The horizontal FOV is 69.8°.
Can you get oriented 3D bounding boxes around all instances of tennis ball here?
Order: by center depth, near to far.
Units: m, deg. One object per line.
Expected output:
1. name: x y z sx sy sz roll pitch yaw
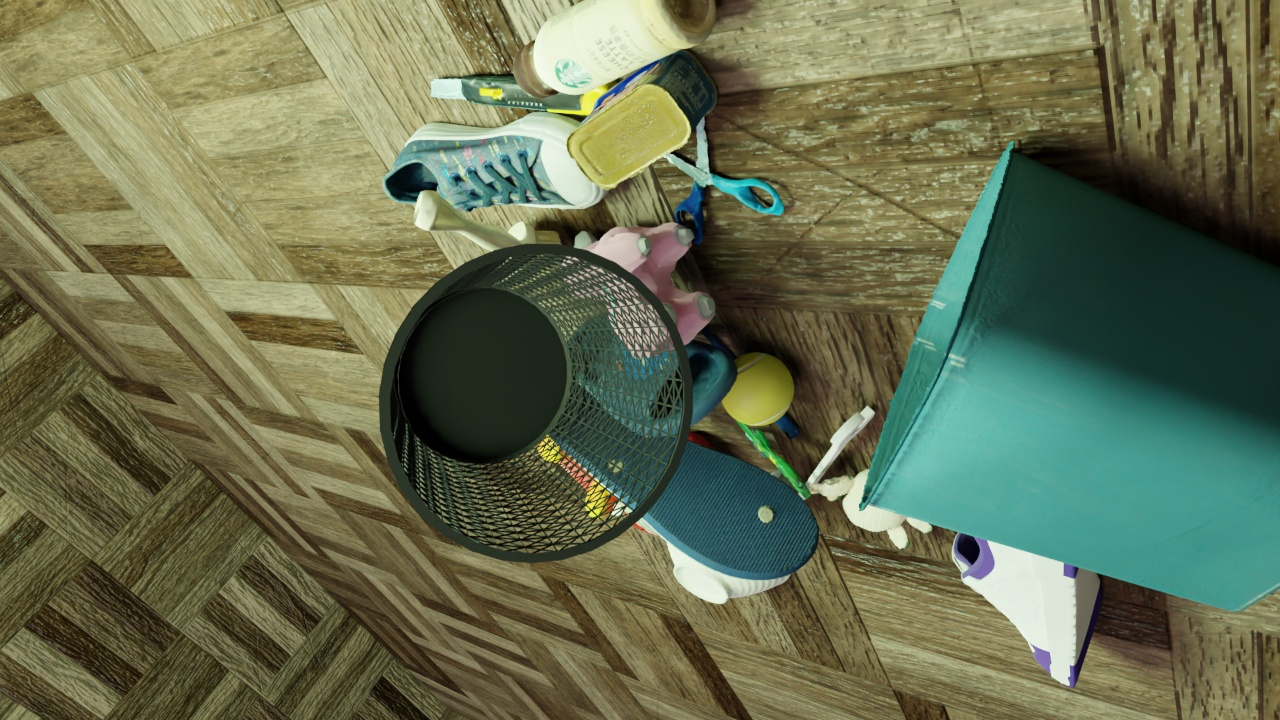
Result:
1. tennis ball: 0.103 0.025 0.813 0.065 0.065 0.065 25 147 17

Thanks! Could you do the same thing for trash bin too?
1. trash bin: 0.274 0.021 0.539 0.219 0.196 0.200 22 147 11
2. trash bin: -0.105 0.021 0.735 0.217 0.216 0.243 46 169 -17

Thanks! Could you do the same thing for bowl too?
1. bowl: 0.089 0.245 1.115 0.177 0.070 0.178 25 147 17

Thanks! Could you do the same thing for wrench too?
1. wrench: 0.170 0.115 0.892 0.009 0.047 0.274 47 154 18

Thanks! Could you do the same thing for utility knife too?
1. utility knife: -0.100 -0.214 0.736 0.203 0.020 0.029 13 140 34

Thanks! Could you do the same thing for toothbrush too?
1. toothbrush: 0.085 0.007 0.852 0.190 0.017 0.016 47 152 -18

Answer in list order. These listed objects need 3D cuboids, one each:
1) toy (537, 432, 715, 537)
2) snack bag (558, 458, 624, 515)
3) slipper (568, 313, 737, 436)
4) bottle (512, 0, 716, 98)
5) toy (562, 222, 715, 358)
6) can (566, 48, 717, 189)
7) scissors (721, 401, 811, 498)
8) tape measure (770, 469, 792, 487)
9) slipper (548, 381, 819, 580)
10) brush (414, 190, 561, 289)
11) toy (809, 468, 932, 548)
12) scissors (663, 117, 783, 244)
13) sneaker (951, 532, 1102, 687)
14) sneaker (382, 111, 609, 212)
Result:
1. toy: 0.004 0.110 0.987 0.216 0.098 0.148 38 116 -5
2. snack bag: -0.043 0.115 1.061 0.116 0.076 0.036 46 159 -15
3. slipper: -0.005 0.005 0.831 0.214 0.103 0.059 23 161 48
4. bottle: -0.025 -0.218 0.621 0.162 0.056 0.056 -5 130 48
5. toy: -0.010 -0.062 0.778 0.158 0.067 0.123 -15 92 58
6. can: 0.000 -0.167 0.642 0.100 0.058 0.054 -23 117 40
7. scissors: 0.118 0.082 0.875 0.125 0.011 0.131 50 177 9
8. tape measure: 0.130 0.144 0.951 0.020 0.062 0.060 40 145 -7
9. slipper: 0.030 0.119 0.888 0.295 0.118 0.060 33 149 10
10. brush: -0.120 -0.099 0.745 0.077 0.062 0.272 0 179 9
11. toy: 0.218 0.131 0.858 0.112 0.050 0.087 33 151 13
12. scissors: 0.048 -0.134 0.704 0.127 0.014 0.134 33 149 7
13. sneaker: 0.331 0.192 0.798 0.111 0.091 0.244 10 137 37
14. sneaker: -0.126 -0.154 0.782 0.236 0.079 0.087 10 140 36
